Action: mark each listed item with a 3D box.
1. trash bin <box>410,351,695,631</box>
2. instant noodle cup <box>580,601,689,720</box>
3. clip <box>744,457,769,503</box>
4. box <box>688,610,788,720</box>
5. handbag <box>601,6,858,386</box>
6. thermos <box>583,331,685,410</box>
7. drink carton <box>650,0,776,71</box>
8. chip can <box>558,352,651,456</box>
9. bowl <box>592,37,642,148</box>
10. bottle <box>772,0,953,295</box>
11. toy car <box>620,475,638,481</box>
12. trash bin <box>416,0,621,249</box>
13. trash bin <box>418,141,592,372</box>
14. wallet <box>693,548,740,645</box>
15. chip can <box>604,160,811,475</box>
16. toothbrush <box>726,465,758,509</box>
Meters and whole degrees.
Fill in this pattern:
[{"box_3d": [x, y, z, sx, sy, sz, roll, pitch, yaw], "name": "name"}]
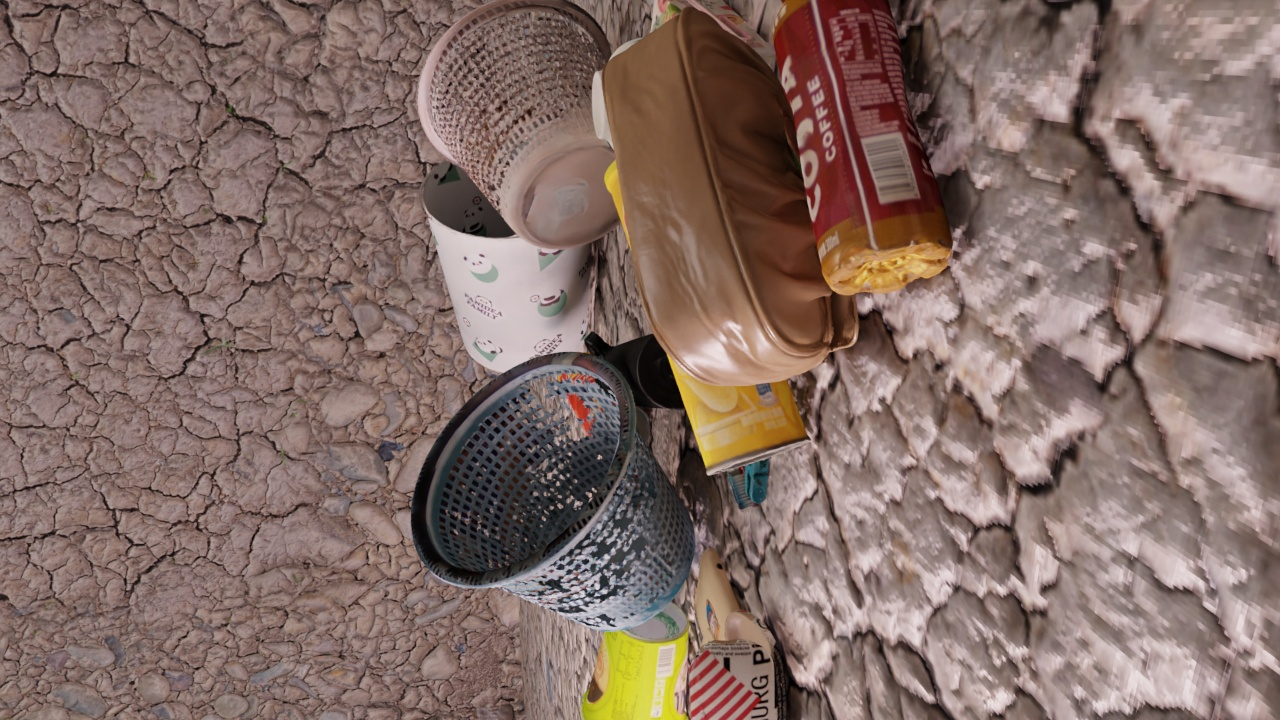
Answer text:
[{"box_3d": [-0.057, 0.137, 0.827, 0.195, 0.227, 0.226, 49, -165, -41], "name": "trash bin"}, {"box_3d": [0.001, 0.308, 0.926, 0.111, 0.111, 0.123, -125, 41, -66], "name": "instant noodle cup"}, {"box_3d": [0.084, 0.076, 0.665, 0.039, 0.014, 0.056, -128, 37, -68], "name": "clip"}, {"box_3d": [0.073, 0.264, 0.670, 0.088, 0.076, 0.163, -70, -24, -78], "name": "box"}, {"box_3d": [0.054, -0.087, 0.503, 0.147, 0.100, 0.204, 19, -125, -54], "name": "handbag"}, {"box_3d": [-0.005, 0.005, 0.864, 0.068, 0.090, 0.243, -53, 10, -10], "name": "thermos"}, {"box_3d": [0.047, -0.215, 0.628, 0.122, 0.053, 0.046, -112, 22, -50], "name": "drink carton"}, {"box_3d": [-0.047, 0.051, 1.092, 0.216, 0.073, 0.073, -131, 38, -69], "name": "chip can"}, {"box_3d": [-0.007, -0.231, 0.827, 0.116, 0.066, 0.116, 175, 91, -78], "name": "bowl"}, {"box_3d": [0.098, -0.120, 0.430, 0.058, 0.057, 0.174, 121, 142, -69], "name": "bottle"}, {"box_3d": [-0.008, 0.156, 1.052, 0.106, 0.031, 0.049, 144, 120, -76], "name": "toy car"}, {"box_3d": [-0.099, -0.231, 0.962, 0.228, 0.227, 0.192, 101, 147, -50], "name": "trash bin"}, {"box_3d": [-0.169, -0.131, 1.256, 0.229, 0.229, 0.252, -108, 13, -45], "name": "trash bin"}, {"box_3d": [0.068, 0.229, 0.768, 0.115, 0.024, 0.087, -113, 21, -51], "name": "wallet"}, {"box_3d": [0.041, -0.036, 0.597, 0.072, 0.072, 0.213, 127, 127, -71], "name": "chip can"}, {"box_3d": [0.055, 0.021, 0.694, 0.016, 0.017, 0.187, 142, 112, -75], "name": "toothbrush"}]
